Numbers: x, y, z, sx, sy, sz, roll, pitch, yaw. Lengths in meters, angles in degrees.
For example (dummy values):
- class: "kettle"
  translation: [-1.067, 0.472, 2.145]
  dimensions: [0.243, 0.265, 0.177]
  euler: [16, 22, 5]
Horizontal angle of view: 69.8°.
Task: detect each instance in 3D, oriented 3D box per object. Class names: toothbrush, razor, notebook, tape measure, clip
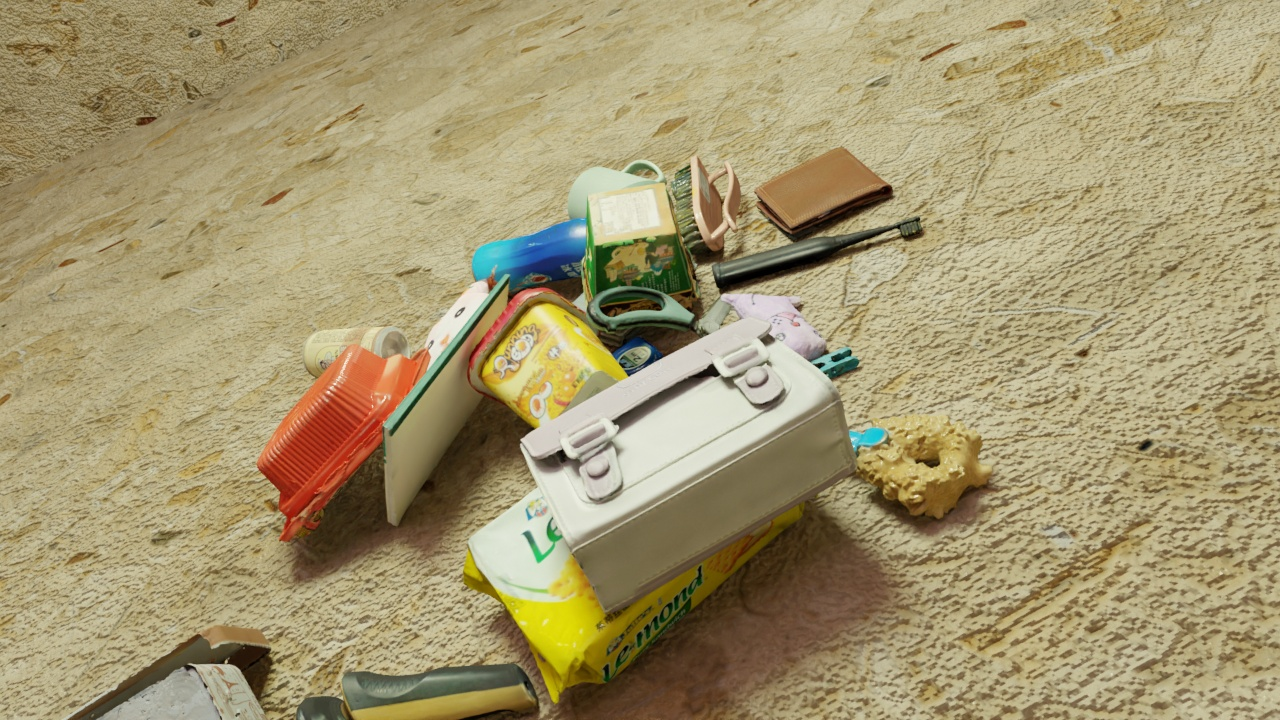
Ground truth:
- class: "toothbrush"
  translation: [0.178, -0.112, 0.933]
  dimensions: [0.213, 0.026, 0.027]
  euler: [-14, 71, 11]
- class: "razor"
  translation: [-0.155, 0.245, 0.644]
  dimensions: [0.167, 0.062, 0.067]
  euler: [-12, 67, 6]
- class: "notebook"
  translation: [-0.176, 0.034, 0.849]
  dimensions: [0.012, 0.151, 0.208]
  euler: [23, 48, 7]
- class: "tape measure"
  translation: [-0.005, 0.005, 0.883]
  dimensions: [0.054, 0.025, 0.058]
  euler: [-34, 33, -12]
- class: "clip"
  translation: [0.162, 0.006, 0.800]
  dimensions: [0.057, 0.014, 0.045]
  euler: [-23, 38, -2]

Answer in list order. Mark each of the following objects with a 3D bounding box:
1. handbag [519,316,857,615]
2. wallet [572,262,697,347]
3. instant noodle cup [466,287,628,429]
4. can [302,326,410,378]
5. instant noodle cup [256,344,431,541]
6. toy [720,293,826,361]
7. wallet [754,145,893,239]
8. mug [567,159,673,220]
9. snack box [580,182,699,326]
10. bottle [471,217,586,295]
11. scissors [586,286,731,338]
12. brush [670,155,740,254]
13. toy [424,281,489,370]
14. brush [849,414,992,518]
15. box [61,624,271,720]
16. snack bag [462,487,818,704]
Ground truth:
- class: "handbag"
  translation: [0.026, 0.058, 0.631]
  dimensions: [0.197, 0.098, 0.145]
  euler: [-28, 32, -9]
- class: "wallet"
  translation: [-0.013, -0.072, 0.976]
  dimensions: [0.107, 0.037, 0.129]
  euler: [17, 52, 43]
- class: "instant noodle cup"
  translation: [-0.073, 0.015, 0.828]
  dimensions: [0.116, 0.116, 0.123]
  euler: [-51, 50, 5]
- class: "can"
  translation: [-0.323, -0.008, 1.045]
  dimensions: [0.116, 0.058, 0.058]
  euler: [-1, 41, 27]
- class: "instant noodle cup"
  translation: [-0.280, 0.059, 0.854]
  dimensions: [0.189, 0.079, 0.164]
  euler: [-45, 19, 8]
- class: "toy"
  translation: [0.130, -0.030, 0.842]
  dimensions: [0.083, 0.039, 0.108]
  euler: [-2, 32, -20]
- class: "wallet"
  translation: [0.198, -0.184, 1.010]
  dimensions: [0.124, 0.032, 0.101]
  euler: [-26, 39, -3]
- class: "mug"
  translation: [-0.013, -0.188, 1.076]
  dimensions: [0.106, 0.082, 0.111]
  euler: [23, 71, 42]
- class: "snack box"
  translation: [-0.004, -0.110, 0.907]
  dimensions: [0.118, 0.106, 0.117]
  euler: [-9, 48, -1]
- class: "bottle"
  translation: [-0.090, -0.122, 1.037]
  dimensions: [0.219, 0.065, 0.065]
  euler: [-11, 37, 29]
- class: "scissors"
  translation: [0.024, -0.021, 0.839]
  dimensions: [0.181, 0.019, 0.169]
  euler: [27, 52, 4]
- class: "brush"
  translation: [0.077, -0.174, 1.034]
  dimensions: [0.073, 0.063, 0.145]
  euler: [-23, 35, 19]
- class: "toy"
  translation: [-0.196, -0.028, 0.995]
  dimensions: [0.121, 0.054, 0.159]
  euler: [-46, 25, 12]
- class: "brush"
  translation: [0.138, 0.047, 0.704]
  dimensions: [0.255, 0.046, 0.083]
  euler: [22, 61, 30]
- class: "box"
  translation: [-0.334, 0.304, 0.642]
  dimensions: [0.180, 0.198, 0.157]
  euler: [-34, 78, -15]
- class: "snack bag"
  translation: [-0.001, 0.129, 0.686]
  dimensions: [0.246, 0.068, 0.158]
  euler: [-35, 39, -18]
